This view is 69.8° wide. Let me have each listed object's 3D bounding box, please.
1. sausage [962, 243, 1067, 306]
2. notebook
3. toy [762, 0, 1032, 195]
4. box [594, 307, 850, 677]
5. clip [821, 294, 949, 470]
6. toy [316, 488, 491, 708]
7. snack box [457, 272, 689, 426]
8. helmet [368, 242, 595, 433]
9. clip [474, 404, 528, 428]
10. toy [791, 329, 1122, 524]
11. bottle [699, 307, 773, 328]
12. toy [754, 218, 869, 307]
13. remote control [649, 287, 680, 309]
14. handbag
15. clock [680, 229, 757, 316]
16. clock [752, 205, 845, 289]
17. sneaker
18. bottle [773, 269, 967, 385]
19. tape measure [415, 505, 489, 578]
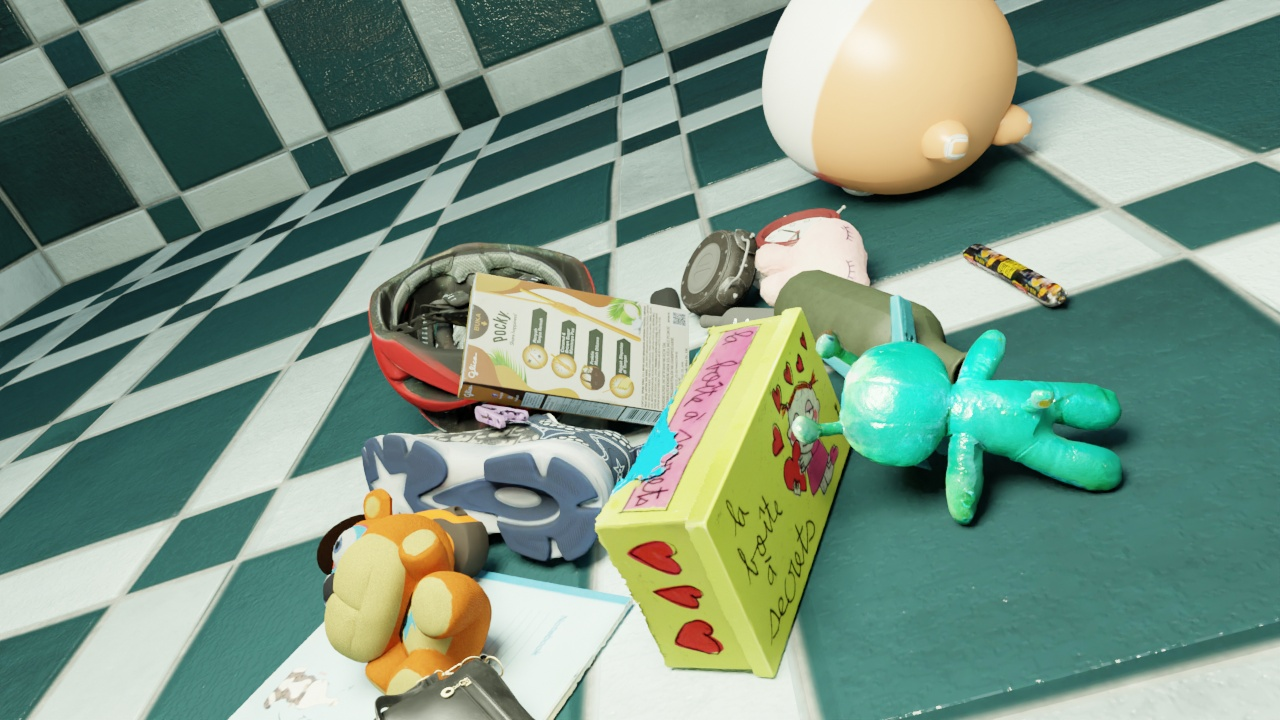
[{"bbox_3d":[0.319,-0.075,0.786,0.020,0.020,0.155,-23,25,-1],"label":"sausage"},{"bbox_3d":[-0.149,0.208,0.624,0.254,0.009,0.180,-2,32,37],"label":"notebook"},{"bbox_3d":[0.277,-0.303,1.012,0.262,0.266,0.281,-21,50,-34],"label":"toy"},{"bbox_3d":[0.063,0.075,0.582,0.080,0.124,0.220,-11,26,29],"label":"box"},{"bbox_3d":[0.185,0.015,0.633,0.103,0.027,0.120,-40,52,32],"label":"clip"},{"bbox_3d":[-0.160,0.156,0.610,0.096,0.112,0.176,12,8,-30],"label":"toy"},{"bbox_3d":[-0.052,-0.007,0.768,0.186,0.032,0.100,9,61,-15],"label":"snack box"},{"bbox_3d":[-0.149,-0.029,0.899,0.217,0.167,0.271,-11,33,-11],"label":"helmet"},{"bbox_3d":[-0.108,0.043,0.726,0.045,0.014,0.051,-9,12,-17],"label":"clip"},{"bbox_3d":[0.195,0.030,0.566,0.193,0.072,0.130,9,66,12],"label":"toy"},{"bbox_3d":[0.102,-0.035,0.873,0.113,0.030,0.030,5,37,45],"label":"bottle"},{"bbox_3d":[0.162,-0.085,0.864,0.105,0.053,0.108,-9,58,9],"label":"toy"},{"bbox_3d":[0.027,-0.041,0.963,0.033,0.015,0.146,-19,25,8],"label":"remote control"},{"bbox_3d":[-0.084,0.210,0.492,0.079,0.054,0.128,-34,48,-32],"label":"handbag"},{"bbox_3d":[0.084,-0.085,0.927,0.123,0.043,0.091,-9,62,62],"label":"clock"},{"bbox_3d":[0.165,-0.113,0.954,0.096,0.048,0.137,-5,29,33],"label":"clock"},{"bbox_3d":[-0.110,0.089,0.754,0.270,0.103,0.132,-2,17,36],"label":"sneaker"},{"bbox_3d":[0.186,-0.019,0.723,0.071,0.071,0.207,-29,26,-13],"label":"bottle"},{"bbox_3d":[-0.142,0.137,0.679,0.059,0.058,0.038,-18,-13,20],"label":"tape measure"}]
